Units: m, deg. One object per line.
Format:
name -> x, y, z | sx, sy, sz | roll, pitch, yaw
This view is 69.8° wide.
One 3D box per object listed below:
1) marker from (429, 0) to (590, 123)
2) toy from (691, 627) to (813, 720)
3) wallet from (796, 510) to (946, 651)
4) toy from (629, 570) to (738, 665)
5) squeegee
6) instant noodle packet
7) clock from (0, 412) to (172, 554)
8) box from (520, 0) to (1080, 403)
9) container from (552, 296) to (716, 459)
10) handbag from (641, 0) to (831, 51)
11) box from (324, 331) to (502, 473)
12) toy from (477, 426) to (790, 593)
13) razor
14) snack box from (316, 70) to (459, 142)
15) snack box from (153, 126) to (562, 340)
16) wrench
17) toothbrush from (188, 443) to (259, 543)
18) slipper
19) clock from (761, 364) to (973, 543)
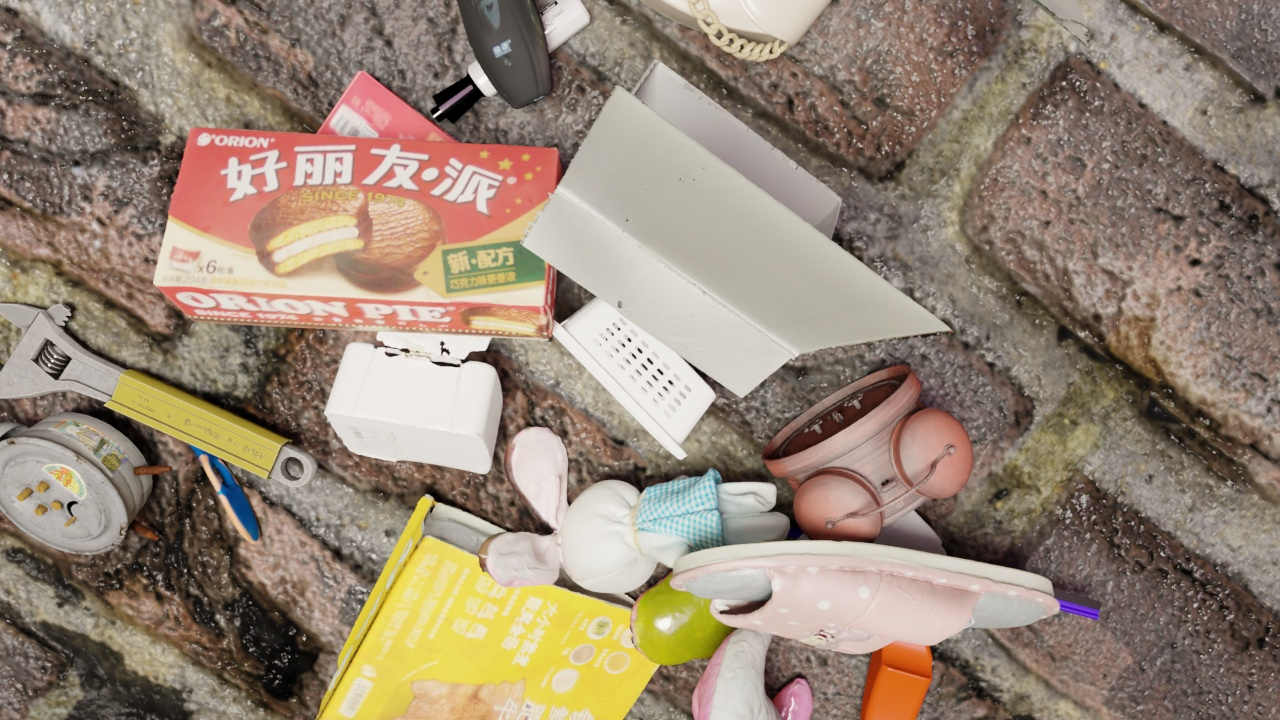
marker -> -0.091, -0.204, 0.625 | 0.126, 0.025, 0.025 | -35, 99, 6
toy -> 0.052, 0.297, 0.666 | 0.128, 0.186, 0.266 | 8, 131, 19
wallet -> 0.158, 0.148, 0.670 | 0.116, 0.032, 0.086 | -44, 80, -6
toy -> 0.043, 0.181, 0.678 | 0.109, 0.051, 0.090 | -18, 107, -22
squeegee -> 0.196, 0.237, 0.696 | 0.250, 0.055, 0.184 | 14, 87, 6
instant noodle packet -> -0.102, 0.224, 0.691 | 0.221, 0.084, 0.163 | 28, 99, -17
clock -> -0.417, 0.082, 0.652 | 0.148, 0.056, 0.104 | 26, 123, -4
box -> 0.039, -0.067, 0.475 | 0.167, 0.368, 0.150 | 34, 99, -10
container -> -0.004, 0.004, 0.642 | 0.049, 0.081, 0.129 | -45, 98, -4
handbag -> 0.062, -0.317, 0.565 | 0.208, 0.103, 0.211 | 38, 100, -11
box -> -0.146, -0.007, 0.635 | 0.109, 0.124, 0.136 | 7, 66, -2
toy -> 0.003, 0.116, 0.653 | 0.205, 0.130, 0.106 | -4, 140, 11
razor -> -0.097, -0.230, 0.580 | 0.053, 0.063, 0.140 | -19, 98, 19
snack box -> -0.164, -0.125, 0.642 | 0.133, 0.021, 0.089 | 37, 99, -7
snack box -> -0.170, -0.080, 0.585 | 0.236, 0.060, 0.113 | 3, 69, -1
wrench -> -0.359, 0.031, 0.660 | 0.273, 0.018, 0.084 | 25, 99, 2
toothbrush -> -0.319, 0.078, 0.683 | 0.017, 0.021, 0.135 | -27, 98, 21
slipper -> 0.150, 0.158, 0.589 | 0.274, 0.114, 0.054 | 9, 64, -17
clock -> 0.151, 0.066, 0.613 | 0.120, 0.157, 0.072 | -33, 94, 6
